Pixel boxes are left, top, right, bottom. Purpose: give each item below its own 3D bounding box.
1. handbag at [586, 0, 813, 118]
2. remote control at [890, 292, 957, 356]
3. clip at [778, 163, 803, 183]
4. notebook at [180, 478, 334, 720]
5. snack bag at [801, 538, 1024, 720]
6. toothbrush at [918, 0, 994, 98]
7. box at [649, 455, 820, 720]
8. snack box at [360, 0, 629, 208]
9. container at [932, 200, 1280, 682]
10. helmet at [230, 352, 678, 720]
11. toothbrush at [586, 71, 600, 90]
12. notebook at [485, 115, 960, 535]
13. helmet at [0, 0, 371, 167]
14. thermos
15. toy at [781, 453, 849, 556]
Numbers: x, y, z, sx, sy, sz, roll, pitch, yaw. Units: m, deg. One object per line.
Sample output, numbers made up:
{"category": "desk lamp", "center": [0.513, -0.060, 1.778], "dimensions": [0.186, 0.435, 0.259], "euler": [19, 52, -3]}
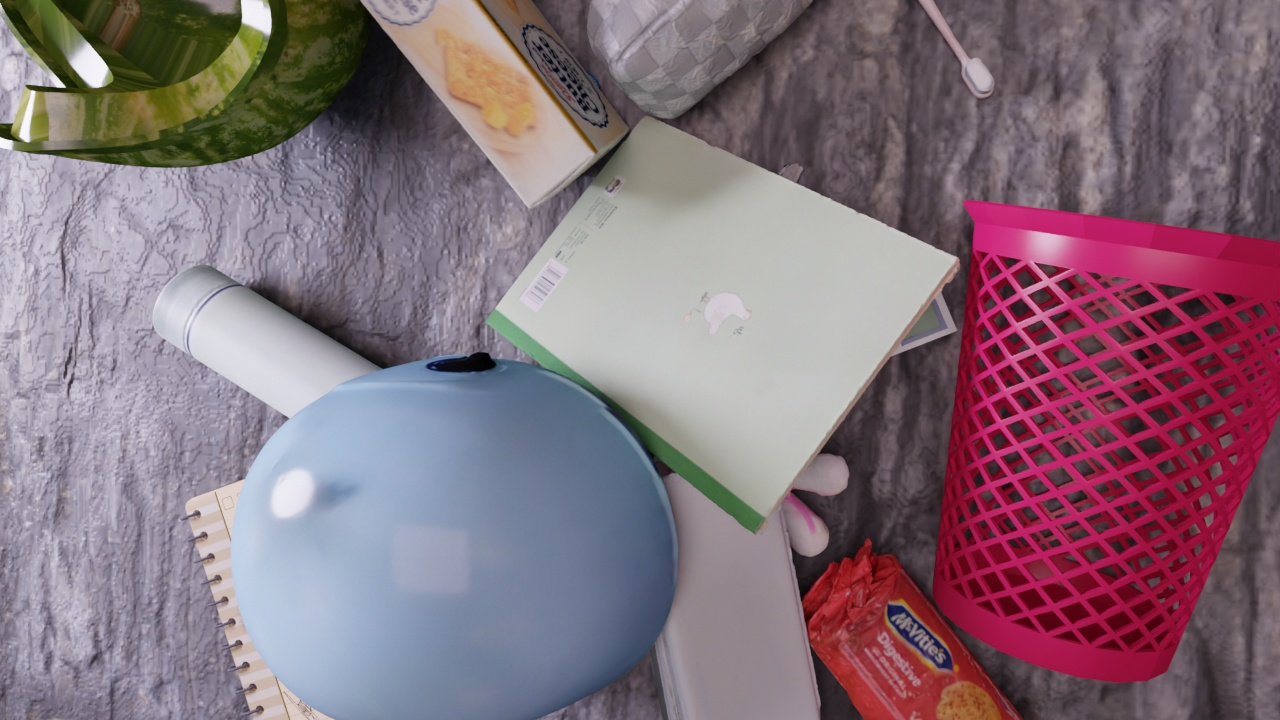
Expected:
{"category": "handbag", "center": [0.036, -0.245, 0.569], "dimensions": [0.172, 0.112, 0.123], "euler": [-41, 72, 13]}
{"category": "remote control", "center": [0.125, -0.014, 0.595], "dimensions": [0.143, 0.024, 0.049], "euler": [-23, 86, 16]}
{"category": "clip", "center": [0.063, -0.092, 0.612], "dimensions": [0.054, 0.038, 0.101], "euler": [22, 97, -11]}
{"category": "notebook", "center": [-0.254, 0.191, 0.704], "dimensions": [0.168, 0.024, 0.225], "euler": [-20, 87, 13]}
{"category": "snack bag", "center": [0.169, 0.201, 0.565], "dimensions": [0.082, 0.082, 0.176], "euler": [-40, 81, 12]}
{"category": "toothbrush", "center": [0.171, -0.243, 0.579], "dimensions": [0.016, 0.018, 0.181], "euler": [-32, 83, 13]}
{"category": "box", "center": [0.031, 0.160, 0.583], "dimensions": [0.107, 0.110, 0.216], "euler": [-12, 94, -27]}
{"category": "snack box", "center": [-0.100, -0.202, 0.575], "dimensions": [0.058, 0.104, 0.208], "euler": [-35, 102, 23]}
{"category": "container", "center": [0.247, 0.040, 0.498], "dimensions": [0.183, 0.183, 0.226], "euler": [11, 102, 14]}
{"category": "helmet", "center": [-0.117, 0.113, 0.519], "dimensions": [0.266, 0.166, 0.225], "euler": [-4, 97, 25]}
{"category": "toothbrush", "center": [-0.078, -0.232, 0.645], "dimensions": [0.135, 0.017, 0.021], "euler": [44, 100, 9]}
{"category": "notebook", "center": [0.031, -0.039, 0.551], "dimensions": [0.252, 0.010, 0.182], "euler": [35, 85, 37]}
{"category": "helmet", "center": [-0.300, -0.239, 0.592], "dimensions": [0.243, 0.247, 0.213], "euler": [-6, 117, -18]}
{"category": "thermos", "center": [-0.249, 0.009, 0.674], "dimensions": [0.230, 0.067, 0.068], "euler": [30, 99, 13]}
{"category": "toy", "center": [0.073, 0.074, 0.605], "dimensions": [0.125, 0.037, 0.076], "euler": [22, 105, 22]}
